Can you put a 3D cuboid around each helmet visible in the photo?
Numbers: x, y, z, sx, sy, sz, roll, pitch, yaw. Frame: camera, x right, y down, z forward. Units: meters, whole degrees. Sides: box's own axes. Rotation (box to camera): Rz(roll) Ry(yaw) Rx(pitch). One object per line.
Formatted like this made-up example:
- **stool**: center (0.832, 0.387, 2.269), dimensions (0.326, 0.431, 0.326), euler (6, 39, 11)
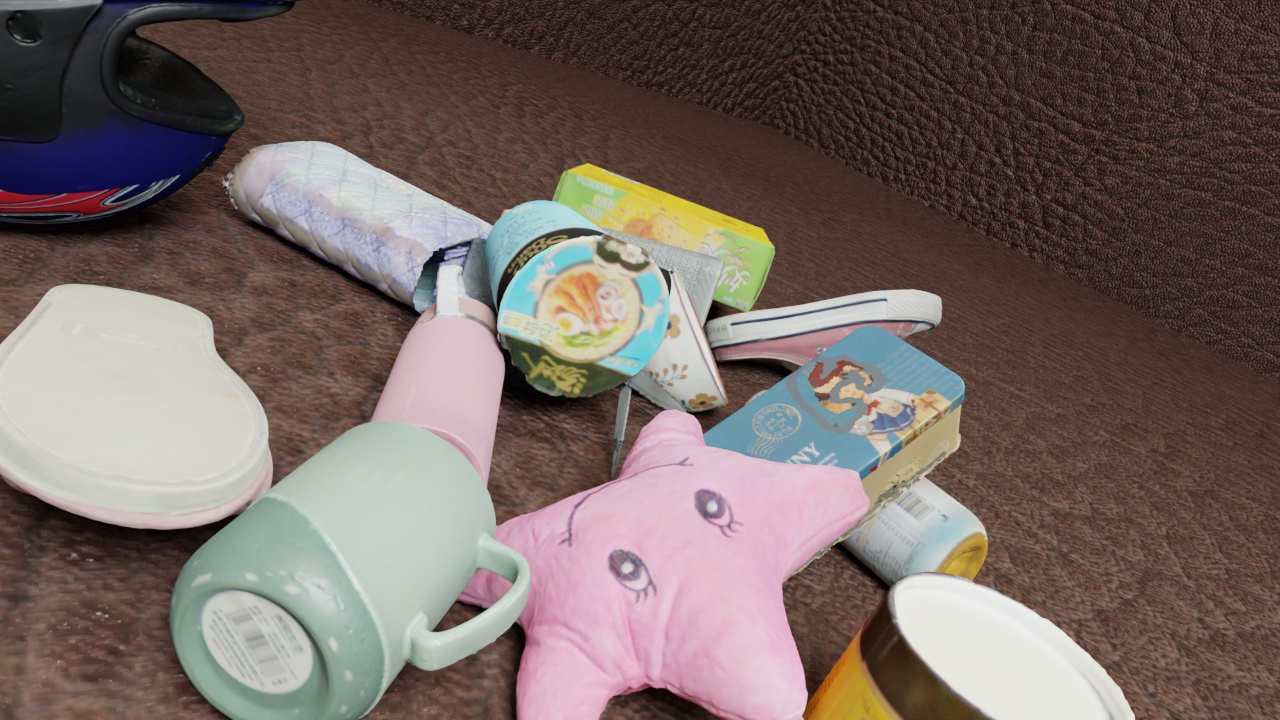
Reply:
- **helmet**: center (-0.371, -0.207, 0.578), dimensions (0.315, 0.241, 0.247), euler (-3, 30, -25)

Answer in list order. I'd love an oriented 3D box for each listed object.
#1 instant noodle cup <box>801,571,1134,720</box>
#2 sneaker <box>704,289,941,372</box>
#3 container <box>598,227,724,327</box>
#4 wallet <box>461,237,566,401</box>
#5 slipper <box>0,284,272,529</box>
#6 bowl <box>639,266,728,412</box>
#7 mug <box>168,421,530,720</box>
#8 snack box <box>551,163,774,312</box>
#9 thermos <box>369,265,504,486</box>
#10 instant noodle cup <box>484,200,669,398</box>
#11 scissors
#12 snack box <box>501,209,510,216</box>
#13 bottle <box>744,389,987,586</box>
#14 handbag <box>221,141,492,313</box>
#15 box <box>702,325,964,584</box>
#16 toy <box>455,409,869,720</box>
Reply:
- **instant noodle cup**: center (0.113, 0.154, 0.349), dimensions (0.118, 0.115, 0.118), euler (19, 20, -7)
- **sneaker**: center (0.176, -0.012, 0.856), dimensions (0.240, 0.088, 0.118), euler (-9, -2, -19)
- **container**: center (0.004, -0.063, 0.801), dimensions (0.114, 0.090, 0.090), euler (18, 8, 0)
- **wallet**: center (-0.090, -0.033, 0.673), dimensions (0.097, 0.019, 0.120), euler (18, 53, -12)
- **slipper**: center (-0.237, 0.020, 0.423), dimensions (0.114, 0.054, 0.274), euler (11, 12, -34)
- **bowl**: center (0.020, -0.008, 0.705), dimensions (0.062, 0.113, 0.113), euler (-23, 23, 6)
- **mug**: center (-0.101, 0.084, 0.348), dimensions (0.112, 0.082, 0.106), euler (14, 22, 10)
- **snack box**: center (0.021, -0.127, 0.915), dimensions (0.210, 0.070, 0.157), euler (21, 15, -2)
- **thermos**: center (-0.113, 0.011, 0.523), dimensions (0.067, 0.087, 0.198), euler (-1, 25, -3)
- **instant noodle cup**: center (-0.052, -0.052, 0.609), dimensions (0.111, 0.111, 0.120), euler (10, 23, -27)
- **scissors**: center (-0.007, 0.005, 0.622), dimensions (0.014, 0.159, 0.181), euler (30, -11, -29)
- **snack box**: center (-0.065, -0.120, 0.975), dimensions (0.157, 0.026, 0.084), euler (28, 22, 17)
- **bottle**: center (0.140, 0.082, 0.615), dimensions (0.067, 0.068, 0.189), euler (2, 28, -41)
- **handbag**: center (-0.216, -0.113, 0.743), dimensions (0.194, 0.076, 0.134), euler (26, 22, 14)
- **box**: center (0.106, 0.057, 0.554), dimensions (0.184, 0.060, 0.090), euler (-33, 46, -22)
- **toy**: center (0.019, 0.093, 0.404), dimensions (0.194, 0.075, 0.178), euler (-28, 41, -21)
